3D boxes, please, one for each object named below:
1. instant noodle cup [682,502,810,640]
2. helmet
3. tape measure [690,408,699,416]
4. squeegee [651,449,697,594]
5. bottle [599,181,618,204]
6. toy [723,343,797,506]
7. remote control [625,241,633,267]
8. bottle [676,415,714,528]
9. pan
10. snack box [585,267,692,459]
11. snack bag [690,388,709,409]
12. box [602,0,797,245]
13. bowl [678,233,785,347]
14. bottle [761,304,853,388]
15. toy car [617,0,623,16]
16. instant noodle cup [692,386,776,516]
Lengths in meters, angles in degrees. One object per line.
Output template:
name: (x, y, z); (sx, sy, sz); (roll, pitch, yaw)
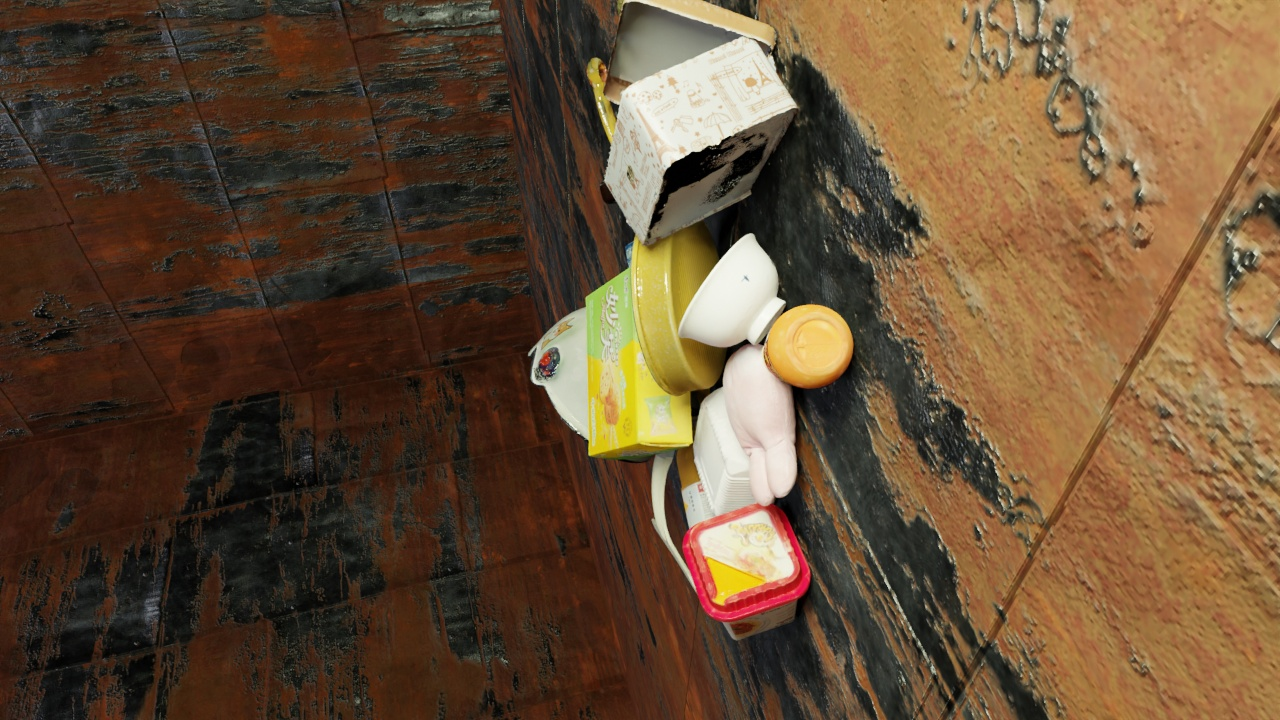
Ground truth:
instant noodle cup: (0.116, 0.233, 0.982); (0.124, 0.116, 0.116); (73, 178, -50)
helmet: (-0.035, 0.011, 1.343); (0.157, 0.230, 0.274); (-54, 25, 14)
tape measure: (0.072, 0.094, 1.232); (0.057, 0.039, 0.058); (-148, 49, -76)
squeegee: (0.034, 0.124, 1.112); (0.246, 0.039, 0.246); (-145, 58, -78)
bottle: (-0.017, -0.239, 1.263); (0.195, 0.080, 0.044); (-149, 43, -78)
toy: (0.119, 0.061, 0.905); (0.121, 0.054, 0.159); (124, 139, -70)
remote control: (-0.001, -0.159, 1.403); (0.125, 0.024, 0.049); (-170, 70, -80)
bottle: (0.086, 0.163, 1.153); (0.068, 0.068, 0.189); (106, 154, -68)
pan: (0.014, -0.138, 0.954); (0.197, 0.078, 0.357); (-36, -62, -65)
snack box: (-0.006, 0.006, 1.091); (0.158, 0.070, 0.210); (156, 115, -64)
snack bag: (0.043, -0.030, 1.237); (0.110, 0.039, 0.190); (68, 178, -52)
box: (0.033, -0.235, 0.817); (0.174, 0.152, 0.182); (59, 165, 10)
bowl: (0.096, -0.052, 0.858); (0.065, 0.118, 0.118); (37, 157, 12)
bottle: (0.132, -0.008, 0.777); (0.149, 0.066, 0.066); (127, 132, -85)
toy car: (0.002, -0.410, 1.103); (0.158, 0.042, 0.070); (-130, 31, -64)
instant noodle cup: (0.103, 0.106, 1.035); (0.174, 0.060, 0.138); (97, 159, -55)
